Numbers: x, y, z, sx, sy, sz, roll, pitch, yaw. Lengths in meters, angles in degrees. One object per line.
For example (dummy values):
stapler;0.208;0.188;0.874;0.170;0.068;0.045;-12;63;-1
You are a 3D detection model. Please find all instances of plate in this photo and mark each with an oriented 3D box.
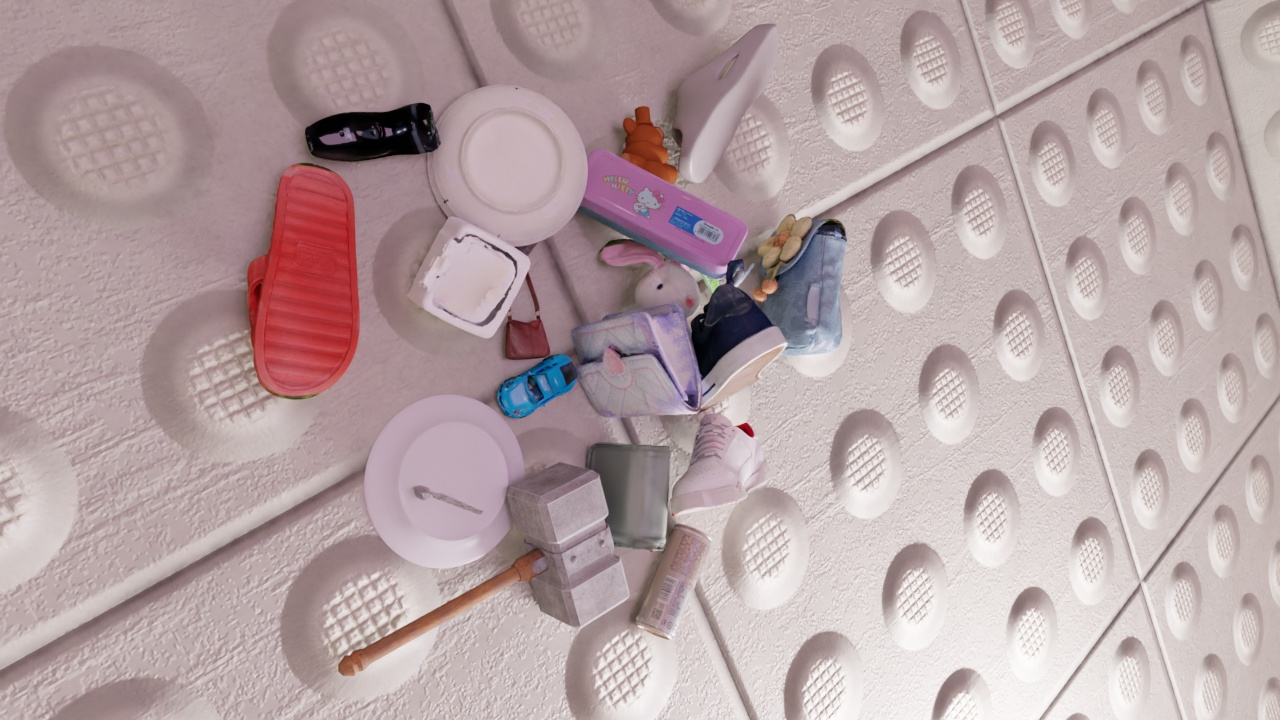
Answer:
plate;-0.206;0.131;1.000;0.188;0.016;0.188;3;85;-36
plate;-0.144;-0.220;1.024;0.182;0.034;0.182;0;90;-16

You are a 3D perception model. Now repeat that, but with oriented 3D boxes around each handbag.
handbag;-0.006;0.006;1.068;0.069;0.159;0.126;-20;99;-39
handbag;-0.137;-0.061;1.062;0.055;0.029;0.119;-3;83;-38
handbag;0.212;-0.104;1.262;0.118;0.122;0.192;10;85;-36
handbag;-0.011;0.160;1.086;0.067;0.106;0.121;9;82;-38

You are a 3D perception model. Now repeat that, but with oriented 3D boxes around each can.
can;0.042;0.276;1.147;0.054;0.054;0.135;36;66;-29

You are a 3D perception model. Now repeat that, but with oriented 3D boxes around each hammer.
hammer;-0.169;0.245;0.967;0.316;0.083;0.163;-24;108;-35

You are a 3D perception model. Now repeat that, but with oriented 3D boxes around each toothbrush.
toothbrush;-0.187;0.139;0.889;0.010;0.182;0.010;-18;100;-30

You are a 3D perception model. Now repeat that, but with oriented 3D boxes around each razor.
razor;-0.273;-0.235;0.949;0.140;0.064;0.053;-19;97;-37

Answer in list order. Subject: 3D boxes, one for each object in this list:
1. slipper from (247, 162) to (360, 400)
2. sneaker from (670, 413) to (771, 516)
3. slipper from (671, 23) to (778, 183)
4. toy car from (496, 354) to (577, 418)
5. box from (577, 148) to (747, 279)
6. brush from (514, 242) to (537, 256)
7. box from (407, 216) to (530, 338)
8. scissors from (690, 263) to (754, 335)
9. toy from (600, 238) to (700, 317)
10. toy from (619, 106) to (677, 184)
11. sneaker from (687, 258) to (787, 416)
slipper;-0.330;-0.074;0.900;0.103;0.059;0.248;15;62;-35
sneaker;0.091;0.122;1.137;0.236;0.090;0.104;-12;85;-63
slipper;0.098;-0.353;1.223;0.265;0.081;0.113;-59;163;-19
toy car;-0.116;0.030;1.064;0.105;0.032;0.048;-29;104;-32
box;0.021;-0.176;1.098;0.214;0.065;0.078;27;82;2
brush;-0.111;-0.188;1.095;0.039;0.012;0.151;44;63;-25
box;-0.177;-0.086;0.976;0.102;0.091;0.107;28;88;-33
scissors;0.103;-0.075;1.224;0.172;0.021;0.171;-50;126;-28
toy;0.025;-0.054;1.129;0.130;0.106;0.205;3;83;-33
toy;0.002;-0.256;1.161;0.094;0.065;0.127;4;75;-42
sneaker;0.090;-0.021;1.091;0.120;0.295;0.127;-29;78;-12
